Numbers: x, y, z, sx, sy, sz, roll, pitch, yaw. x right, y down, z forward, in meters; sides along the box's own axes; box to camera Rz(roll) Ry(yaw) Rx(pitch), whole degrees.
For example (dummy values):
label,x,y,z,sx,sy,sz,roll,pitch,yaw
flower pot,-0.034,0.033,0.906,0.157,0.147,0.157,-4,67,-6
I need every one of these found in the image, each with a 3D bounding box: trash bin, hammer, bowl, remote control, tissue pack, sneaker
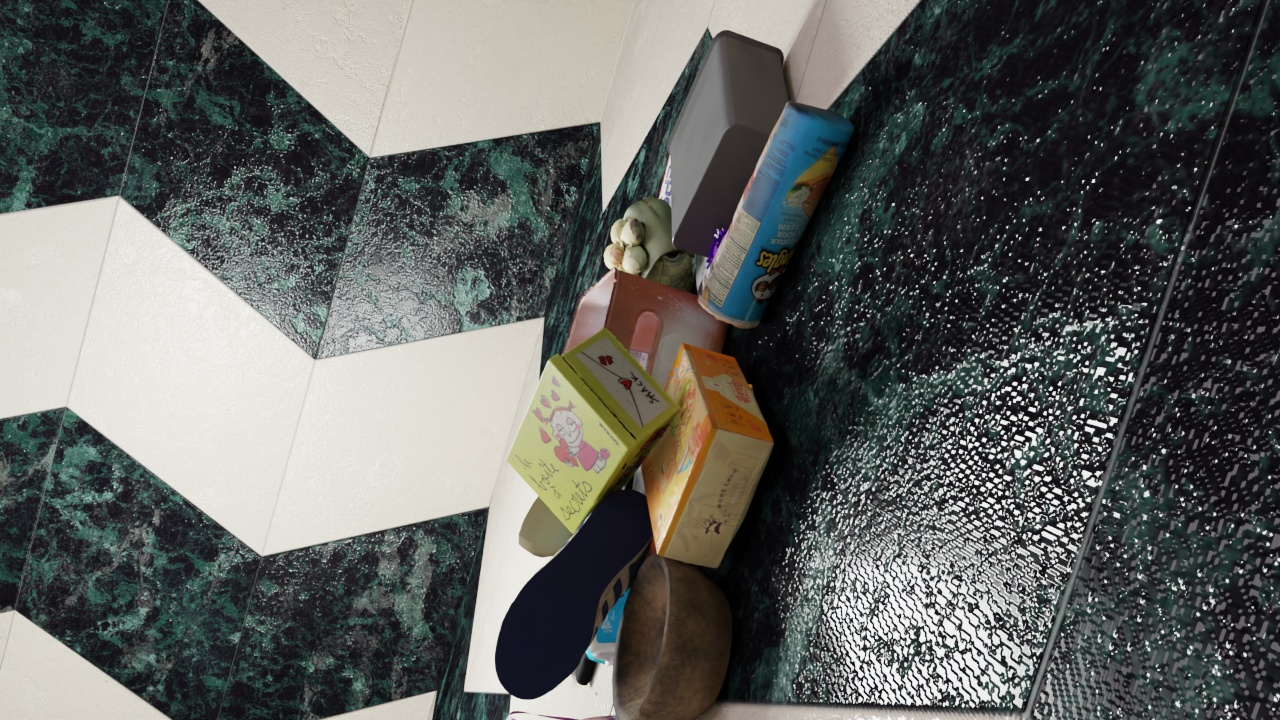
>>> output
label,x,y,z,sx,sy,sz,roll,pitch,yaw
trash bin,0.107,-0.263,1.131,0.219,0.097,0.192,-89,19,-45
hammer,-0.034,0.291,1.229,0.127,0.029,0.324,-118,44,-72
bowl,0.031,0.269,0.870,0.162,0.070,0.162,-165,91,-77
trash bin,-0.007,0.007,1.160,0.260,0.157,0.181,152,132,-74
bowl,-0.087,0.197,1.187,0.152,0.050,0.152,-45,-22,-24
remote control,0.092,-0.119,1.172,0.114,0.028,0.060,-91,19,-52
tissue pack,-0.036,0.255,1.089,0.117,0.066,0.209,103,167,-71
sneaker,-0.068,0.246,0.963,0.232,0.091,0.119,-56,-8,-20

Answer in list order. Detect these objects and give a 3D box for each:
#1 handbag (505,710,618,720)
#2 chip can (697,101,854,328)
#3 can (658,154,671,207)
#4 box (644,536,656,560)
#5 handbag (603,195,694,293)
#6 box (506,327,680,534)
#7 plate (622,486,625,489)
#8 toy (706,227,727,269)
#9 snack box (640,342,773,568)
label,x,y,z,sx,sy,sz,roll,pitch,yaw
handbag,-0.046,0.363,0.861,0.145,0.170,0.068,179,106,-77
chip can,0.133,-0.146,0.930,0.079,0.079,0.230,-94,23,-57
can,0.067,-0.237,1.307,0.078,0.078,0.136,164,121,-75
box,0.024,0.214,1.037,0.058,0.060,0.186,-39,21,8
handbag,0.008,-0.122,1.244,0.187,0.116,0.113,92,158,-53
box,-0.058,0.080,0.960,0.082,0.124,0.222,-34,-13,-36
plate,-0.044,0.186,1.317,0.186,0.016,0.187,-85,10,-59
toy,0.102,-0.111,1.055,0.106,0.056,0.087,122,158,-52
snack box,0.066,0.089,0.915,0.195,0.080,0.145,-103,31,-66
